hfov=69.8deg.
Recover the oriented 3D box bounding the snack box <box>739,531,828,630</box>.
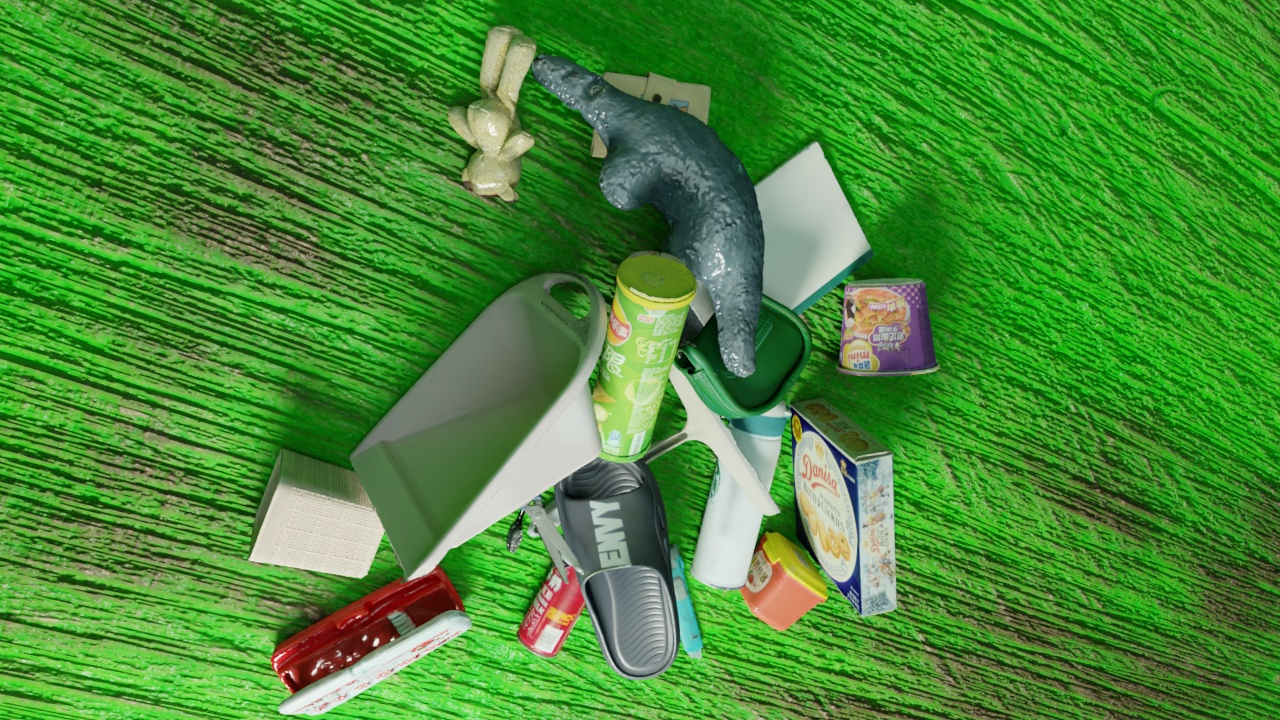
[{"bbox_3d":[0.162,0.260,1.069,0.082,0.091,0.080,36,100,-22],"label":"snack box"}]

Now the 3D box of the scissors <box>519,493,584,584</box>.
[{"bbox_3d":[-0.117,0.156,0.933,0.128,0.173,0.012,-8,154,9],"label":"scissors"}]

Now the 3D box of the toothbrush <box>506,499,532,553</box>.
[{"bbox_3d":[-0.110,0.123,0.987,0.014,0.016,0.189,18,100,-22],"label":"toothbrush"}]

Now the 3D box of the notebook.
[{"bbox_3d":[0.140,-0.112,0.981,0.209,0.012,0.150,-37,112,-7],"label":"notebook"}]

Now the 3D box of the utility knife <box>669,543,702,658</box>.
[{"bbox_3d":[0.050,0.289,1.085,0.029,0.013,0.161,-18,110,-9],"label":"utility knife"}]

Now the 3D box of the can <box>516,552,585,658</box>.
[{"bbox_3d":[-0.084,0.259,1.015,0.053,0.053,0.133,26,98,-22],"label":"can"}]

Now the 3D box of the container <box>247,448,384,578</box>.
[{"bbox_3d":[-0.312,0.153,0.900,0.111,0.090,0.090,20,99,-24],"label":"container"}]

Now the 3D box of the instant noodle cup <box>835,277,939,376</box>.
[{"bbox_3d":[0.267,-0.039,1.002,0.111,0.111,0.099,-7,99,-14],"label":"instant noodle cup"}]

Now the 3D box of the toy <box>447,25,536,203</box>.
[{"bbox_3d":[-0.128,-0.226,0.845,0.066,0.105,0.157,-27,136,-54],"label":"toy"}]

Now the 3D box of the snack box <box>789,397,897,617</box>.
[{"bbox_3d":[0.218,0.153,1.002,0.045,0.178,0.183,-10,108,-10],"label":"snack box"}]

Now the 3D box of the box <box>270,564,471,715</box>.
[{"bbox_3d":[-0.277,0.305,0.954,0.201,0.091,0.094,-28,113,-7],"label":"box"}]

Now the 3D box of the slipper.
[{"bbox_3d":[-0.014,0.215,0.945,0.110,0.083,0.268,-14,99,-5],"label":"slipper"}]

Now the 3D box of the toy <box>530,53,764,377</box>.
[{"bbox_3d":[0.037,-0.158,0.869,0.137,0.091,0.356,-39,98,-18],"label":"toy"}]

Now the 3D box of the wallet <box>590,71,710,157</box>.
[{"bbox_3d":[0.011,-0.239,0.909,0.115,0.024,0.087,4,110,-16],"label":"wallet"}]

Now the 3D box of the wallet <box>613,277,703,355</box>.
[{"bbox_3d":[0.033,-0.050,0.976,0.097,0.019,0.121,-23,110,-10],"label":"wallet"}]

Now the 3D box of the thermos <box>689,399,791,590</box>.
[{"bbox_3d":[0.110,0.141,1.030,0.073,0.073,0.224,8,104,-18],"label":"thermos"}]

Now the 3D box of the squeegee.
[{"bbox_3d":[-0.017,0.121,0.995,0.247,0.039,0.246,-32,99,8],"label":"squeegee"}]

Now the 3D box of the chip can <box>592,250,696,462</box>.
[{"bbox_3d":[-0.005,0.005,0.868,0.072,0.072,0.222,0,133,-16],"label":"chip can"}]

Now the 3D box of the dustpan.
[{"bbox_3d":[-0.151,0.033,0.847,0.272,0.222,0.139,-27,125,-20],"label":"dustpan"}]

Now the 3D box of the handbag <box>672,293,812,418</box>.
[{"bbox_3d":[0.101,-0.012,0.934,0.120,0.068,0.131,43,70,-18],"label":"handbag"}]
